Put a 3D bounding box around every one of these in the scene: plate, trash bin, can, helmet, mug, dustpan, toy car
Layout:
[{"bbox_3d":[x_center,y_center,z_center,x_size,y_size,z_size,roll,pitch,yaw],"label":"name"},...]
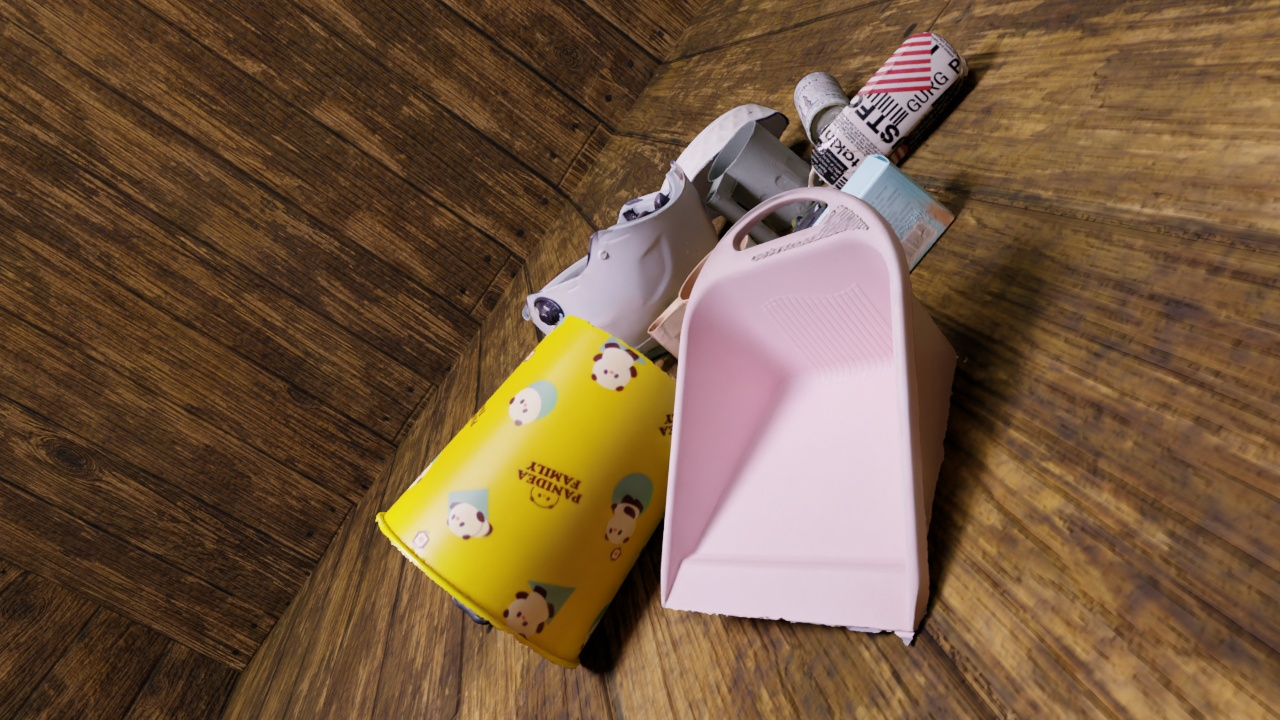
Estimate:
[{"bbox_3d":[0.100,-0.243,1.169,0.204,0.045,0.205,-42,-13,-12],"label":"plate"},{"bbox_3d":[-0.076,0.112,0.862,0.255,0.229,0.230,-53,15,-9],"label":"trash bin"},{"bbox_3d":[0.214,-0.289,1.063,0.058,0.058,0.146,-49,17,25],"label":"can"},{"bbox_3d":[-0.008,-0.088,1.051,0.259,0.146,0.228,-36,10,42],"label":"helmet"},{"bbox_3d":[0.134,-0.191,1.026,0.084,0.103,0.123,-31,31,57],"label":"mug"},{"bbox_3d":[0.086,-0.036,0.832,0.124,0.103,0.084,-46,16,3],"label":"mug"},{"bbox_3d":[0.087,0.027,0.615,0.223,0.139,0.272,-15,40,48],"label":"dustpan"},{"bbox_3d":[0.168,-0.116,0.885,0.053,0.045,0.120,-38,18,44],"label":"toy car"}]

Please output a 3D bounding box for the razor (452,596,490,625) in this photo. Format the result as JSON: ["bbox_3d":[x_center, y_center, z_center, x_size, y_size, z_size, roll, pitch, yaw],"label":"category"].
[{"bbox_3d":[-0.163,0.272,1.108,0.168,0.062,0.067,-34,56,41],"label":"razor"}]

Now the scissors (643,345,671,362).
[{"bbox_3d":[-0.006,0.006,1.076,0.181,0.019,0.171,-27,1,-24],"label":"scissors"}]

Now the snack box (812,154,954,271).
[{"bbox_3d":[0.168,-0.077,0.755,0.175,0.074,0.051,-52,15,14],"label":"snack box"}]

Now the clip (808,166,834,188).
[{"bbox_3d":[0.207,-0.220,0.968,0.099,0.066,0.034,-54,11,52],"label":"clip"}]

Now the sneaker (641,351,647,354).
[{"bbox_3d":[-0.078,0.064,1.171,0.242,0.089,0.090,-55,7,14],"label":"sneaker"}]

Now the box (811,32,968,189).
[{"bbox_3d":[0.242,-0.229,0.876,0.163,0.076,0.087,-50,-13,23],"label":"box"}]
